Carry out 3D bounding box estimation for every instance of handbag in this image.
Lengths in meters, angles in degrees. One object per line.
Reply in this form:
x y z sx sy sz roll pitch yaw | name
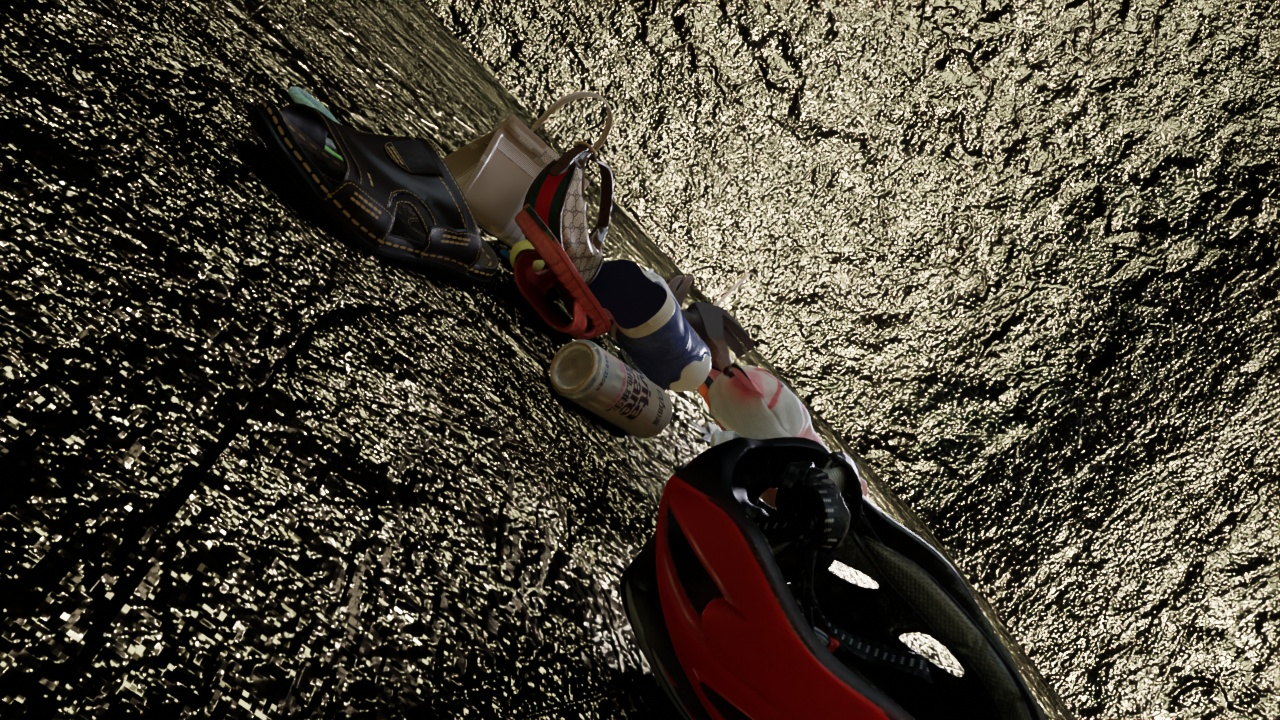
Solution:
-0.075 -0.172 1.061 0.063 0.138 0.167 16 -32 22 | handbag
-0.111 -0.226 1.048 0.062 0.198 0.175 53 11 30 | handbag

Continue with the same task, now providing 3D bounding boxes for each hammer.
0.088 0.014 1.228 0.035 0.138 0.314 -3 40 -24 | hammer
0.123 0.071 1.105 0.115 0.033 0.322 6 56 -42 | hammer

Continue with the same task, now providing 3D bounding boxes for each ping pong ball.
-0.124 -0.113 1.012 0.040 0.040 0.040 46 10 -10 | ping pong ball

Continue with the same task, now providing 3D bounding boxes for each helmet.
0.114 0.165 0.525 0.272 0.167 0.217 42 23 11 | helmet

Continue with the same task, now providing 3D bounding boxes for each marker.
-0.007 0.007 1.115 0.017 0.017 0.146 41 11 -33 | marker

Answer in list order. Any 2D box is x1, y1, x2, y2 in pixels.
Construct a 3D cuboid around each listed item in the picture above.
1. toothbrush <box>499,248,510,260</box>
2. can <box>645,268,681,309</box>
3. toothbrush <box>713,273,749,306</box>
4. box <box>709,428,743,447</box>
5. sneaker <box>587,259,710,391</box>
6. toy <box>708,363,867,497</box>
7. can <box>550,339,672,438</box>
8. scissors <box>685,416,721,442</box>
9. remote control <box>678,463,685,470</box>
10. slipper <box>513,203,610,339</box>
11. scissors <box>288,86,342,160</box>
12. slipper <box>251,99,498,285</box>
-0.121 -0.110 1.095 0.016 0.014 0.166 51 11 21 | toothbrush
0.021 -0.043 1.182 0.136 0.078 0.078 60 10 -1 | can
0.100 -0.066 1.387 0.010 0.182 0.010 25 27 -53 | toothbrush
0.142 0.126 0.877 0.215 0.125 0.106 31 61 -73 | box
0.007 -0.038 1.081 0.118 0.091 0.233 50 -9 -26 | sneaker
0.155 0.083 1.025 0.213 0.084 0.142 49 3 -9 | toy
-0.025 0.027 0.833 0.135 0.054 0.054 35 16 -53 | can
0.113 0.110 1.235 0.187 0.015 0.179 44 11 -17 | scissors
0.060 0.137 0.896 0.046 0.009 0.124 45 10 -16 | remote control
-0.090 -0.074 0.945 0.103 0.059 0.249 52 -5 17 | slipper
-0.250 -0.184 0.822 0.167 0.023 0.171 43 6 11 | scissors
-0.183 -0.131 0.711 0.113 0.076 0.267 51 10 25 | slipper
